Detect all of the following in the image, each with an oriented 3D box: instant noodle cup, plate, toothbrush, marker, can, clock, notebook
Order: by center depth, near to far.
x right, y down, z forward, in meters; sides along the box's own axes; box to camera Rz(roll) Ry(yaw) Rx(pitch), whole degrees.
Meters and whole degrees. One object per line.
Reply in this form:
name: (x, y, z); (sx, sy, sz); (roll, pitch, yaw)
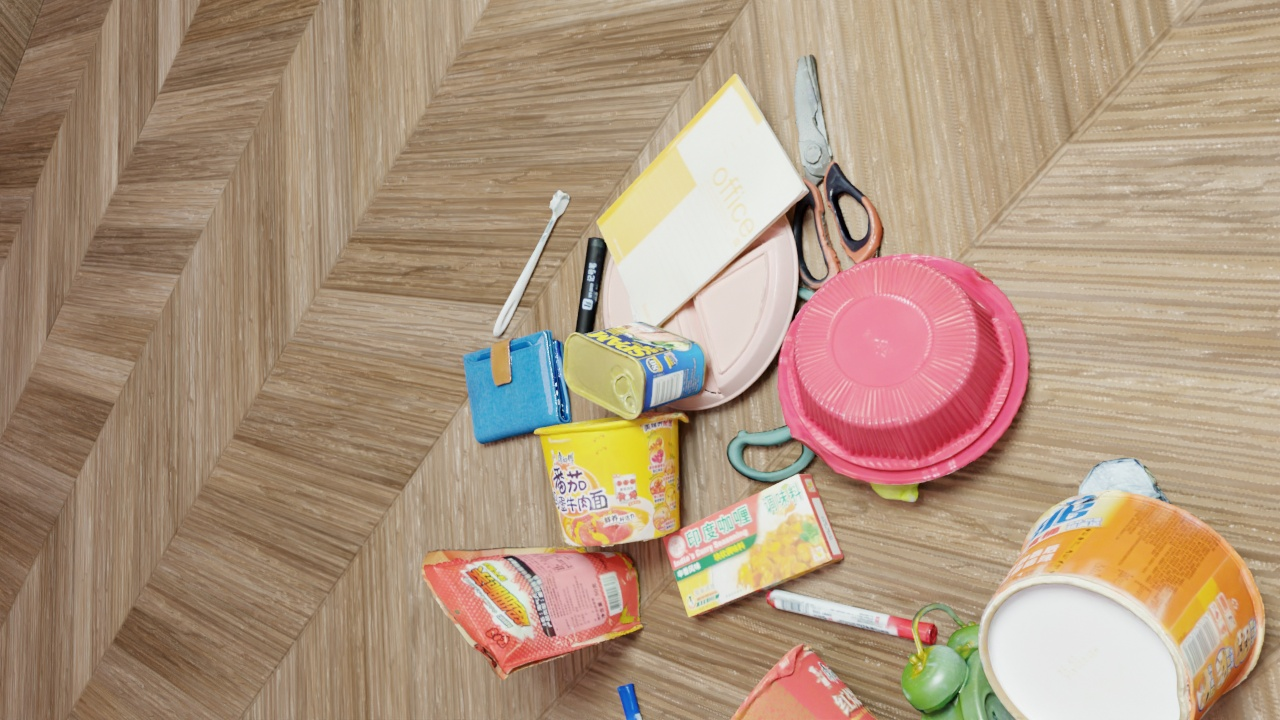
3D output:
instant noodle cup: (0.292, 0.170, 0.576); (0.151, 0.111, 0.151); (16, 113, 40)
clock: (0.241, 0.244, 0.633); (0.056, 0.116, 0.161); (-43, 64, 38)
instant noodle cup: (0.189, -0.005, 0.698); (0.194, 0.066, 0.193); (-9, 68, 24)
instant noodle cup: (0.128, 0.307, 0.707); (0.108, 0.137, 0.138); (37, 108, 26)
marker: (0.169, 0.209, 0.753); (0.145, 0.017, 0.017); (3, 87, 38)
can: (-0.005, 0.005, 0.814); (0.102, 0.083, 0.057); (23, 118, 41)
notebook: (0.047, -0.140, 0.841); (0.207, 0.010, 0.145); (-41, 58, 32)
instant noodle cup: (-0.023, 0.108, 0.847); (0.138, 0.137, 0.110); (-9, 87, 37)
plate: (0.045, -0.068, 0.861); (0.230, 0.028, 0.229); (-7, 80, 43)
marker: (0.005, 0.379, 0.863); (0.017, 0.016, 0.145); (-28, 69, 32)
marker: (-0.055, -0.063, 0.957); (0.022, 0.020, 0.132); (-166, 85, -67)
toothbrush: (-0.124, -0.106, 1.018); (0.016, 0.016, 0.180); (41, 110, 42)

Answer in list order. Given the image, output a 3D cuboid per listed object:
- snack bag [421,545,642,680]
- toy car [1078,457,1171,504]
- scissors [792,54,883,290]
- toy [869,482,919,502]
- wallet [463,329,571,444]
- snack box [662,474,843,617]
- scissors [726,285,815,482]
snack bag: (-0.090, 0.217, 0.834); (0.128, 0.207, 0.073); (49, 115, 29)
toy car: (0.341, 0.115, 0.621); (0.049, 0.031, 0.105); (-40, 62, 27)
scissors: (0.168, -0.170, 0.797); (0.182, 0.015, 0.209); (31, 105, 37)
toy: (0.190, 0.062, 0.731); (0.100, 0.031, 0.096); (1, 87, 27)
wallet: (-0.137, 0.030, 1.000); (0.133, 0.040, 0.106); (-14, 81, 35)
snack box: (0.095, 0.165, 0.809); (0.156, 0.027, 0.077); (-32, 65, 31)
scissors: (0.129, 0.021, 0.805); (0.175, 0.019, 0.170); (-37, 63, 30)
